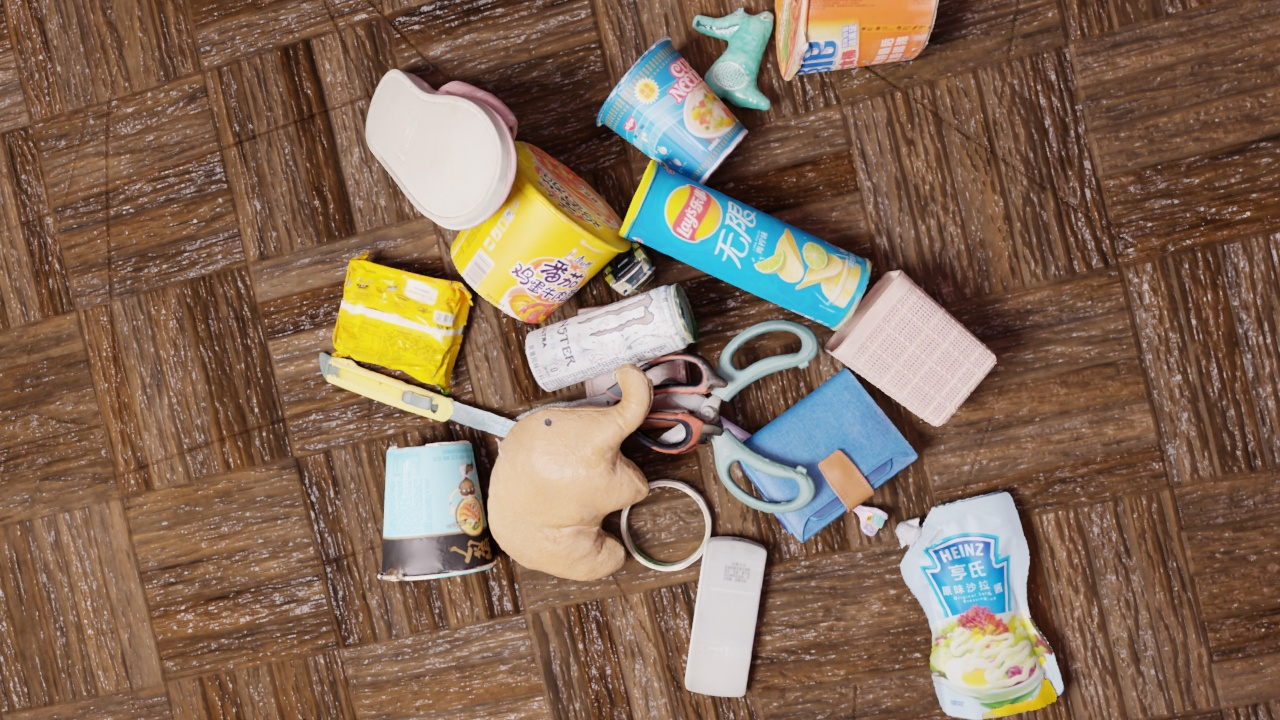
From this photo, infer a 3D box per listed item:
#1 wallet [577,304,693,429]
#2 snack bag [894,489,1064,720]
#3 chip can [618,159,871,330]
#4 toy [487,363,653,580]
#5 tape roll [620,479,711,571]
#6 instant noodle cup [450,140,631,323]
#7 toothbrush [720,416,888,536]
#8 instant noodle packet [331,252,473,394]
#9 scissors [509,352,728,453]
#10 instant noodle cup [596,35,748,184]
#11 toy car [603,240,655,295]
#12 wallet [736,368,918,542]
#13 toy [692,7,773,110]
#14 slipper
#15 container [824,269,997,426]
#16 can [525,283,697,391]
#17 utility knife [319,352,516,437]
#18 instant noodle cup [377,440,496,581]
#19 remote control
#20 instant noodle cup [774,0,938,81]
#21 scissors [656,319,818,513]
[{"bbox_3d":[-0.005,0.005,0.858,0.101,0.032,0.124,-6,91,12],"label":"wallet"},{"bbox_3d":[0.300,0.219,0.819,0.110,0.038,0.191,-15,89,20],"label":"snack bag"},{"bbox_3d":[0.090,-0.098,0.797,0.210,0.071,0.071,24,96,-5],"label":"chip can"},{"bbox_3d":[-0.062,0.099,0.814,0.143,0.082,0.226,15,119,-5],"label":"toy"},{"bbox_3d":[0.025,0.155,0.867,0.086,0.014,0.086,0,92,9],"label":"tape roll"},{"bbox_3d":[-0.093,-0.107,0.816,0.138,0.137,0.110,44,110,4],"label":"instant noodle cup"},{"bbox_3d":[0.139,0.101,0.845,0.189,0.021,0.029,32,115,8],"label":"toothbrush"},{"bbox_3d":[-0.227,-0.037,0.881,0.128,0.044,0.111,17,101,11],"label":"instant noodle packet"},{"bbox_3d":[-0.025,0.057,0.838,0.193,0.015,0.207,44,107,19],"label":"scissors"},{"bbox_3d":[0.033,-0.212,0.816,0.110,0.099,0.099,41,97,-3],"label":"instant noodle cup"},{"bbox_3d":[-0.007,-0.080,0.824,0.042,0.090,0.035,-43,101,8],"label":"toy car"},{"bbox_3d":[0.163,0.085,0.818,0.133,0.040,0.106,-35,75,-2],"label":"wallet"},{"bbox_3d":[0.086,-0.279,0.834,0.096,0.030,0.092,20,90,14],"label":"toy"},{"bbox_3d":[-0.170,-0.188,0.801,0.274,0.054,0.114,37,110,46],"label":"slipper"},{"bbox_3d":[0.233,-0.009,0.793,0.111,0.090,0.090,38,97,2],"label":"container"},{"bbox_3d":[-0.026,-0.020,0.816,0.147,0.058,0.058,-18,90,14],"label":"can"},{"bbox_3d":[-0.219,0.036,0.897,0.219,0.022,0.031,16,104,6],"label":"utility knife"},{"bbox_3d":[-0.194,0.137,0.858,0.111,0.111,0.120,-6,85,8],"label":"instant noodle cup"},{"bbox_3d":[0.079,0.238,0.855,0.058,0.021,0.150,8,96,-2],"label":"remote control"},{"bbox_3d":[0.178,-0.312,0.764,0.111,0.151,0.151,-2,92,0],"label":"instant noodle cup"},{"bbox_3d":[0.103,0.039,0.804,0.170,0.019,0.180,36,100,18],"label":"scissors"}]
